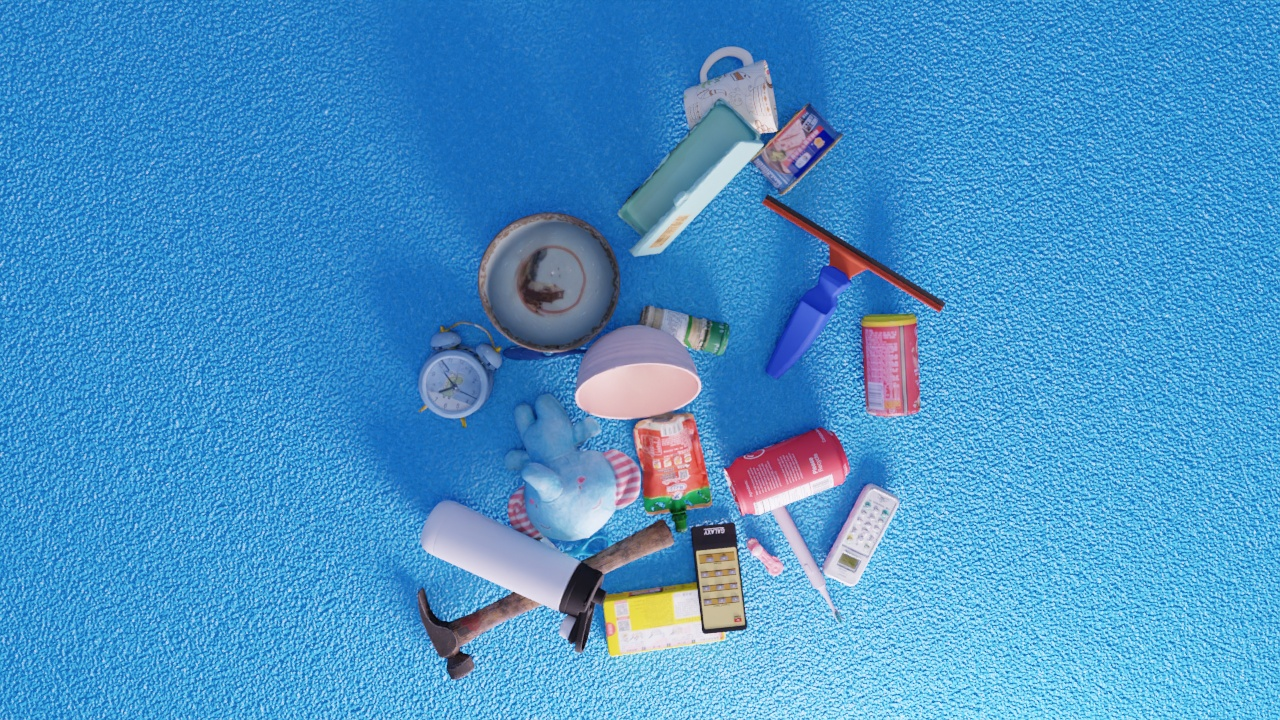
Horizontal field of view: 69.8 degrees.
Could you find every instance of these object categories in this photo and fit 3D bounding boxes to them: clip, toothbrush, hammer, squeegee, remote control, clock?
[{"bbox_3d":[0.157,0.251,1.182,0.023,0.043,0.060,-44,126,5],"label":"clip"},{"bbox_3d":[-0.103,-0.011,1.128,0.132,0.016,0.021,-1,97,-2],"label":"toothbrush"},{"bbox_3d":[-0.115,0.275,1.145,0.330,0.033,0.120,-26,94,2],"label":"hammer"},{"bbox_3d":[0.211,-0.058,1.121,0.249,0.055,0.185,35,103,17],"label":"squeegee"},{"bbox_3d":[0.099,0.274,1.159,0.058,0.013,0.133,-6,78,-4],"label":"remote control"},{"bbox_3d":[0.217,0.262,1.185,0.018,0.019,0.188,-29,99,2],"label":"toothbrush"},{"bbox_3d":[-0.218,0.013,1.103,0.089,0.051,0.124,21,96,-5],"label":"clock"},{"bbox_3d":[0.283,0.224,1.184,0.050,0.022,0.133,26,95,-8],"label":"remote control"}]

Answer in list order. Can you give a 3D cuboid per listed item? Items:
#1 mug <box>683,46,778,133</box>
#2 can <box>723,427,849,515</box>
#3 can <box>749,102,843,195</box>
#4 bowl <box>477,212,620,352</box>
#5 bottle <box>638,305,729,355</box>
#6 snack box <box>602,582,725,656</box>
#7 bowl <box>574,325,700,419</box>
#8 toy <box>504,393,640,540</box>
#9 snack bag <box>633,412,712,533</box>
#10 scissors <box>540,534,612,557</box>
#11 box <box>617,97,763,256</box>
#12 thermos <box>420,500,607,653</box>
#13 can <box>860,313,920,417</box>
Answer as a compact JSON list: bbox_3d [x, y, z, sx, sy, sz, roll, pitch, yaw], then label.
[{"bbox_3d":[0.103,-0.317,1.075,0.097,0.081,0.121,-9,72,16],"label":"mug"},{"bbox_3d":[0.181,0.138,1.139,0.142,0.074,0.074,-20,98,-2],"label":"can"},{"bbox_3d":[0.185,-0.254,1.099,0.100,0.054,0.059,-45,96,2],"label":"can"},{"bbox_3d":[-0.106,-0.092,1.076,0.160,0.094,0.160,-1,97,-5],"label":"bowl"},{"bbox_3d":[0.053,-0.038,1.122,0.110,0.042,0.043,14,96,-6],"label":"bottle"},{"bbox_3d":[0.030,0.330,1.177,0.152,0.025,0.075,-7,98,-4],"label":"snack box"},{"bbox_3d":[-0.006,0.006,1.086,0.153,0.153,0.076,-5,64,-4],"label":"bowl"},{"bbox_3d":[-0.100,0.131,1.100,0.184,0.114,0.180,-23,92,21],"label":"toy"},{"bbox_3d":[0.041,0.144,1.150,0.087,0.044,0.155,-10,102,2],"label":"snack bag"},{"bbox_3d":[-0.100,0.260,1.163,0.130,0.014,0.117,2,99,-5],"label":"scissors"},{"bbox_3d":[0.051,-0.197,1.041,0.077,0.091,0.189,41,119,-10],"label":"box"},{"bbox_3d":[-0.155,0.256,1.101,0.230,0.068,0.101,22,91,10],"label":"thermos"},{"bbox_3d":[0.310,0.005,1.135,0.066,0.066,0.124,-5,98,-4],"label":"can"}]
